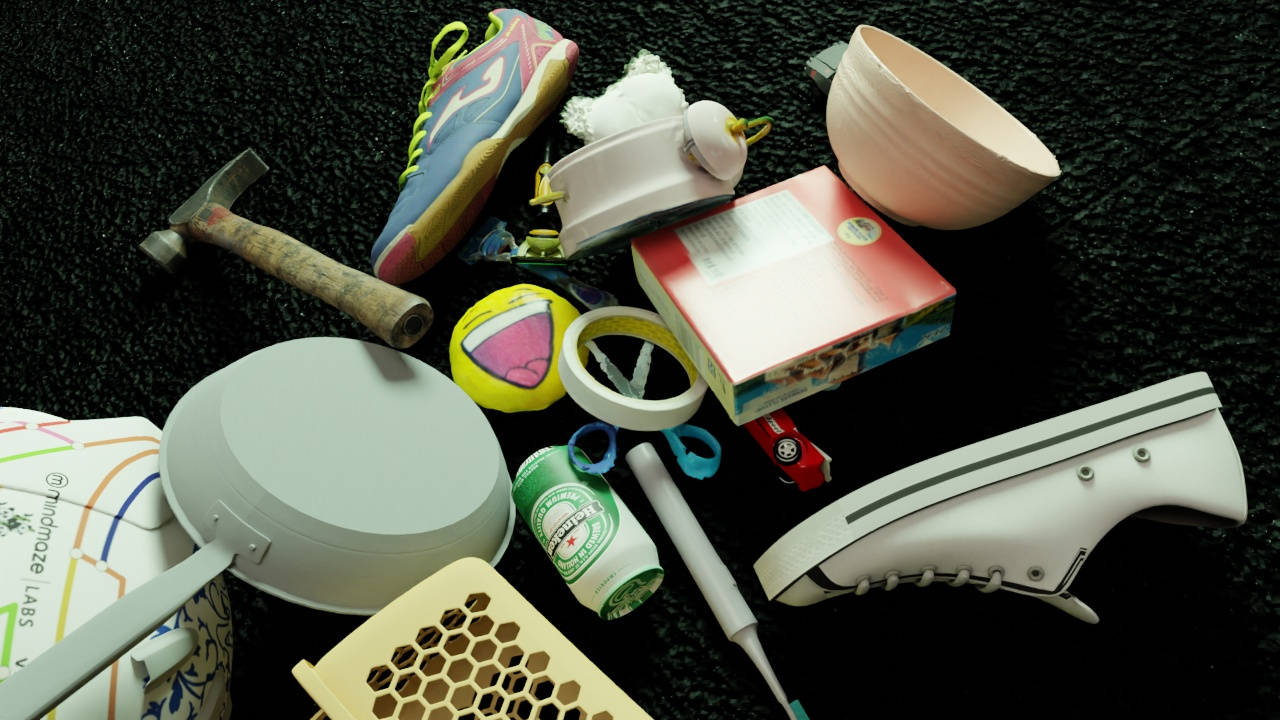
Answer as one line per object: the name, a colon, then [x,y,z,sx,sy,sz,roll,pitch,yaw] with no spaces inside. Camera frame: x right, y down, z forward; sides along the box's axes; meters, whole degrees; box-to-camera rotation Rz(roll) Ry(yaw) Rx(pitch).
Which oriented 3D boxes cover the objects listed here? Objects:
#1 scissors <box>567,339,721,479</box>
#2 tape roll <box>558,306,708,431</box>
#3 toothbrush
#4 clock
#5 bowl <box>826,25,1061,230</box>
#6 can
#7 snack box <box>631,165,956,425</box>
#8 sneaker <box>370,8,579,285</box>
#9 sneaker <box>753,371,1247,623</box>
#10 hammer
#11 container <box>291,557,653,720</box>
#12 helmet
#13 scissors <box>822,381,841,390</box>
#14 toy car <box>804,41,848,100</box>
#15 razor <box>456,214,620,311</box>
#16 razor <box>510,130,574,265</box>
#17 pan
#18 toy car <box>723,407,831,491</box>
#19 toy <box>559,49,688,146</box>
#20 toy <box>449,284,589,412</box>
scissors: [-0.011,0.028,0.562,0.118,0.014,0.129,-18,59,-34]
tape roll: [-0.003,0.003,0.568,0.094,0.019,0.093,10,41,-9]
toothbrush: [0.042,0.124,0.518,0.019,0.018,0.188,-31,59,-1]
clock: [0.014,-0.118,0.592,0.158,0.116,0.059,-21,93,8]
bowl: [0.173,-0.133,0.570,0.076,0.152,0.153,-55,52,32]
can: [-0.033,0.097,0.533,0.053,0.053,0.101,-37,59,-7]
snack box: [0.088,-0.046,0.557,0.145,0.040,0.142,-22,47,-10]
sneaker: [-0.141,-0.164,0.684,0.091,0.116,0.241,32,68,-2]
sneaker: [0.184,0.093,0.466,0.245,0.091,0.097,-19,74,2]
hammer: [-0.248,-0.079,0.656,0.331,0.033,0.119,23,69,39]
container: [-0.080,0.214,0.436,0.183,0.129,0.166,35,66,26]
helmet: [-0.338,0.174,0.469,0.236,0.232,0.313,5,57,-16]
scissors: [0.115,-0.035,0.590,0.125,0.014,0.130,-6,56,12]
toy car: [0.154,-0.198,0.653,0.042,0.036,0.091,-32,59,-4]
razor: [-0.070,-0.065,0.651,0.141,0.018,0.043,29,72,26]
razor: [-0.070,-0.122,0.671,0.044,0.021,0.143,1,50,-5]
pan: [-0.194,0.083,0.460,0.201,0.051,0.355,35,30,8]
toy car: [0.076,0.038,0.544,0.025,0.038,0.089,-33,59,-8]
toy: [0.004,-0.168,0.676,0.095,0.041,0.109,-37,73,-7]
toy: [-0.081,-0.008,0.610,0.095,0.041,0.094,-27,63,-8]
